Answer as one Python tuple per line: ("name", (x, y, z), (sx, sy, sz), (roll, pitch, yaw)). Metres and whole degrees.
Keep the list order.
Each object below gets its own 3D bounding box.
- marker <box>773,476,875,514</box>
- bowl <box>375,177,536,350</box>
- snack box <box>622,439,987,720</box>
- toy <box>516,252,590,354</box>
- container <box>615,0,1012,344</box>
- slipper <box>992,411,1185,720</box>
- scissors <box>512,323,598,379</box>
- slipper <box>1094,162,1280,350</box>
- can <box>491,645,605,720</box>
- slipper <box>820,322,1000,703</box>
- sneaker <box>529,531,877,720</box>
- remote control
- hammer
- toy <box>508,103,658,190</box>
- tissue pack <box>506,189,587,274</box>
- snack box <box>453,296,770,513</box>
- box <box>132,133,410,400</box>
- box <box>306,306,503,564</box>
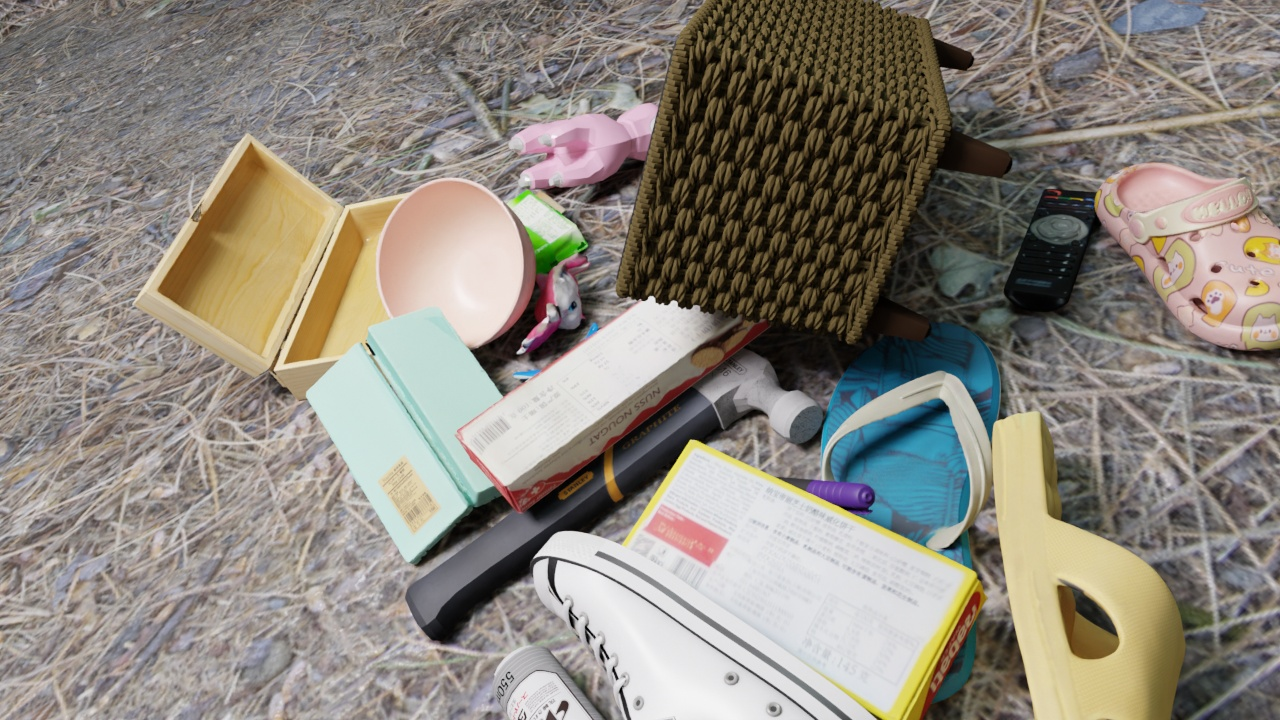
("marker", (0.105, 0.085, 0.588), (0.015, 0.018, 0.134), (-21, 4, -23))
("bowl", (-0.154, -0.082, 0.825), (0.153, 0.076, 0.153), (0, 91, 21))
("snack box", (0.088, 0.126, 0.540), (0.201, 0.042, 0.092), (22, 72, 38))
("toy", (-0.076, -0.043, 0.816), (0.066, 0.050, 0.102), (-31, 32, 49))
("container", (0.130, -0.160, 0.676), (0.205, 0.177, 0.320), (18, 34, 3))
("slipper", (0.235, 0.130, 0.477), (0.079, 0.099, 0.262), (-13, 40, 24))
("scissors", (-0.051, 0.015, 0.769), (0.125, 0.013, 0.126), (1, 46, 21))
("slipper", (0.399, -0.094, 0.641), (0.093, 0.081, 0.197), (-18, 44, 3))
("can", (-0.046, 0.218, 0.545), (0.044, 0.044, 0.106), (-38, 46, -16))
("slipper", (0.168, 0.072, 0.592), (0.118, 0.060, 0.294), (-3, 47, 24))
("sneaker", (0.014, 0.190, 0.515), (0.245, 0.091, 0.097), (28, 58, 34))
("remote control", (0.322, -0.089, 0.713), (0.045, 0.021, 0.140), (12, 49, 29))
("hammer", (-0.029, 0.094, 0.666), (0.312, 0.035, 0.139), (-36, 41, -13))
("toy", (-0.046, -0.224, 0.952), (0.157, 0.067, 0.123), (-25, 21, -31))
("tissue pack", (-0.118, -0.120, 0.909), (0.099, 0.034, 0.114), (-36, 46, -14))
("snack box", (-0.004, 0.004, 0.686), (0.272, 0.044, 0.076), (-37, 49, -17))
("box", (-0.319, -0.092, 0.903), (0.252, 0.119, 0.247), (18, 44, -14))
("box", (-0.175, 0.050, 0.727), (0.138, 0.055, 0.187), (-33, 62, -17))
